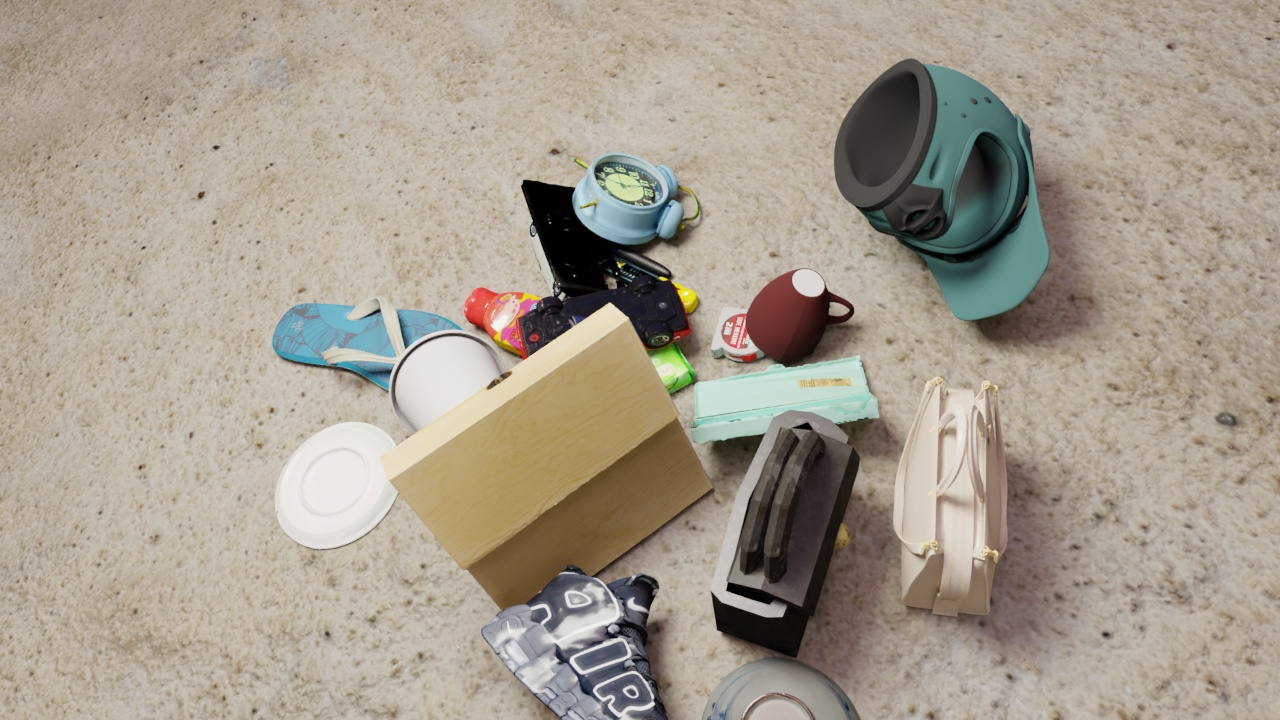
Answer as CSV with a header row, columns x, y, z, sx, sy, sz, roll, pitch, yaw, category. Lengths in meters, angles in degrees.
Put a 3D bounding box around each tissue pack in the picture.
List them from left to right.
x,y,z,sx,sy,sz,roll,pitch,yaw,category
-0.006,0.006,1.043,0.114,0.034,0.099,-29,59,-3,tissue pack

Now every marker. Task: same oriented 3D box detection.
x,y,z,sx,sy,sz,roll,pitch,yaw,category
-0.016,-0.133,1.137,0.134,0.018,0.015,28,55,26,marker

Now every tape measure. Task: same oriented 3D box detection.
x,y,z,sx,sy,sz,roll,pitch,yaw,category
0.114,-0.028,1.041,0.062,0.020,0.060,9,62,17,tape measure

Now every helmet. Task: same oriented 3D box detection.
x,y,z,sx,sy,sz,roll,pitch,yaw,category
0.329,-0.186,0.982,0.177,0.200,0.274,-42,28,39,helmet

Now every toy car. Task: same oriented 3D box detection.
x,y,z,sx,sy,sz,roll,pitch,yaw,category
-0.092,-0.130,1.118,0.094,0.071,0.191,2,47,-30,toy car
-0.042,-0.038,1.023,0.189,0.056,0.081,-15,61,-5,toy car

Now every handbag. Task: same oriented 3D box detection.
x,y,z,sx,sy,sz,roll,pitch,yaw,category
0.138,0.143,0.826,0.102,0.199,0.196,14,64,20,handbag
0.279,0.110,0.812,0.101,0.198,0.194,4,60,15,handbag

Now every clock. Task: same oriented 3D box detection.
x,y,z,sx,sy,sz,roll,pitch,yaw,category
-0.005,-0.200,1.135,0.162,0.060,0.118,4,51,-20,clock

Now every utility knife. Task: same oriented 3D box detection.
x,y,z,sx,sy,sz,roll,pitch,yaw,category
-0.004,-0.101,1.116,0.173,0.020,0.028,27,67,27,utility knife

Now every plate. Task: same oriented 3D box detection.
x,y,z,sx,sy,sz,roll,pitch,yaw,category
-0.350,0.139,1.054,0.157,0.014,0.156,-6,59,9,plate

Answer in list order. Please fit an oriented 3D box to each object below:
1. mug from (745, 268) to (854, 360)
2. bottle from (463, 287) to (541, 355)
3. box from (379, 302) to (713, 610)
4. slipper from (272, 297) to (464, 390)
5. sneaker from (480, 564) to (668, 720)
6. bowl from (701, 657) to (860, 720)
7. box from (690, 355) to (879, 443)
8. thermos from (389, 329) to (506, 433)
x,y,z,sx,sy,sz,roll,pitch,yaw,category
0.180,-0.058,0.994,0.114,0.089,0.087,2,60,-10,mug
-0.149,-0.047,1.099,0.134,0.048,0.071,21,68,24,bottle
-0.073,0.110,0.871,0.246,0.253,0.068,-34,42,-8,box
-0.335,-0.030,1.128,0.295,0.060,0.118,11,59,19,slipper
-0.017,0.269,0.830,0.253,0.097,0.150,26,65,39,sneaker
0.122,0.330,0.801,0.151,0.057,0.150,-6,59,10,bowl
0.147,0.045,0.960,0.187,0.052,0.138,-8,15,10,box
-0.179,0.059,0.954,0.131,0.131,0.222,-35,33,-9,thermos
